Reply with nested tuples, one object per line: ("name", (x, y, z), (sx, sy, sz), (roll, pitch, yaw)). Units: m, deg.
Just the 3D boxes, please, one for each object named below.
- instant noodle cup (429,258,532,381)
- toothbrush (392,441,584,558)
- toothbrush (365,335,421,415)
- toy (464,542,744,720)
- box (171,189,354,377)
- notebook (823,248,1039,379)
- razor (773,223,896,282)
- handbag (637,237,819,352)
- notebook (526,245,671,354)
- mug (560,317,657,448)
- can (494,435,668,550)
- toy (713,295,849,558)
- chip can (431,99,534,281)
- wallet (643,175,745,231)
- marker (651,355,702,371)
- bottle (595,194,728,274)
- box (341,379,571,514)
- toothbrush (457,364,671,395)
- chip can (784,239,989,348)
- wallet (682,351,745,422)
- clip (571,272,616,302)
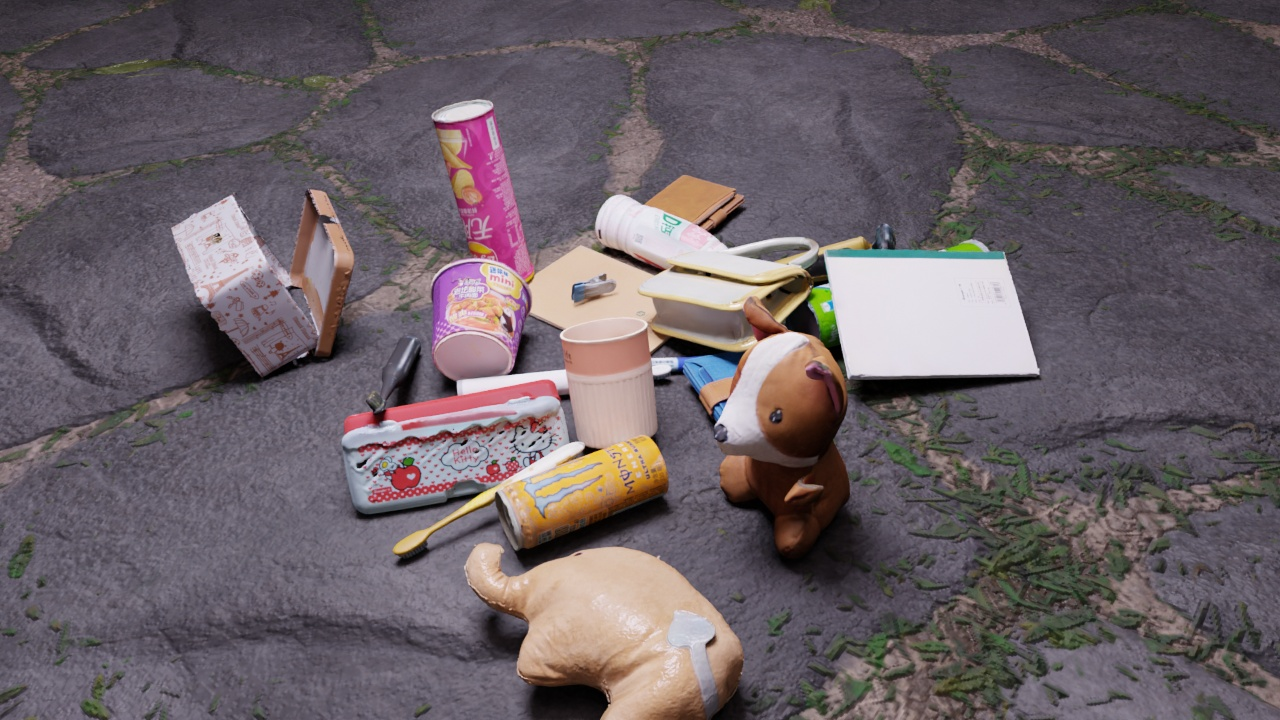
("instant noodle cup", (-0.171, -0.036, 0.967), (0.111, 0.112, 0.099), (-2, 46, -1))
("toothbrush", (-0.130, 0.122, 0.812), (0.191, 0.018, 0.016), (-29, 53, -19))
("toothbrush", (-0.243, 0.013, 0.904), (0.026, 0.027, 0.212), (-31, 16, 4))
("toy", (-0.029, 0.194, 0.687), (0.226, 0.083, 0.143), (27, 38, 34))
("box", (-0.389, -0.099, 1.019), (0.168, 0.151, 0.182), (-34, 46, -10))
("notebook", (0.303, -0.051, 0.959), (0.209, 0.012, 0.150), (0, 65, -10))
("razor", (0.230, -0.117, 1.090), (0.167, 0.062, 0.067), (-13, 10, -6))
("handbag", (0.105, -0.092, 0.991), (0.178, 0.063, 0.163), (-40, 35, -27))
("notebook", (-0.040, -0.071, 1.078), (0.208, 0.008, 0.147), (25, 45, 30))
("mug", (-0.024, 0.016, 0.880), (0.082, 0.106, 0.114), (-2, 17, 18))
("can", (-0.050, 0.115, 0.804), (0.145, 0.058, 0.058), (-19, 41, -20))
("toy", (0.114, 0.057, 0.758), (0.130, 0.200, 0.140), (-19, 40, -26))
("chip can", (-0.180, -0.188, 1.063), (0.071, 0.211, 0.071), (-8, 32, 5))
("wallet", (0.066, -0.200, 1.214), (0.119, 0.035, 0.130), (24, 47, 29))
("marker", (-0.006, 0.006, 0.973), (0.146, 0.017, 0.016), (-2, 38, 1))
("bottle", (0.039, -0.141, 1.119), (0.197, 0.068, 0.068), (27, 47, 26))
("box", (-0.167, 0.085, 0.850), (0.201, 0.095, 0.099), (-10, 76, -9))
("toothbrush", (-0.077, 0.022, 0.947), (0.221, 0.026, 0.026), (-6, 64, -5))
("chip can", (0.277, -0.070, 1.013), (0.235, 0.072, 0.072), (-17, 41, -17))
("wallet", (0.112, 0.035, 0.916), (0.106, 0.040, 0.133), (-11, 38, -18))
("clip", (-0.057, -0.087, 1.072), (0.056, 0.024, 0.028), (-23, 47, -30))
